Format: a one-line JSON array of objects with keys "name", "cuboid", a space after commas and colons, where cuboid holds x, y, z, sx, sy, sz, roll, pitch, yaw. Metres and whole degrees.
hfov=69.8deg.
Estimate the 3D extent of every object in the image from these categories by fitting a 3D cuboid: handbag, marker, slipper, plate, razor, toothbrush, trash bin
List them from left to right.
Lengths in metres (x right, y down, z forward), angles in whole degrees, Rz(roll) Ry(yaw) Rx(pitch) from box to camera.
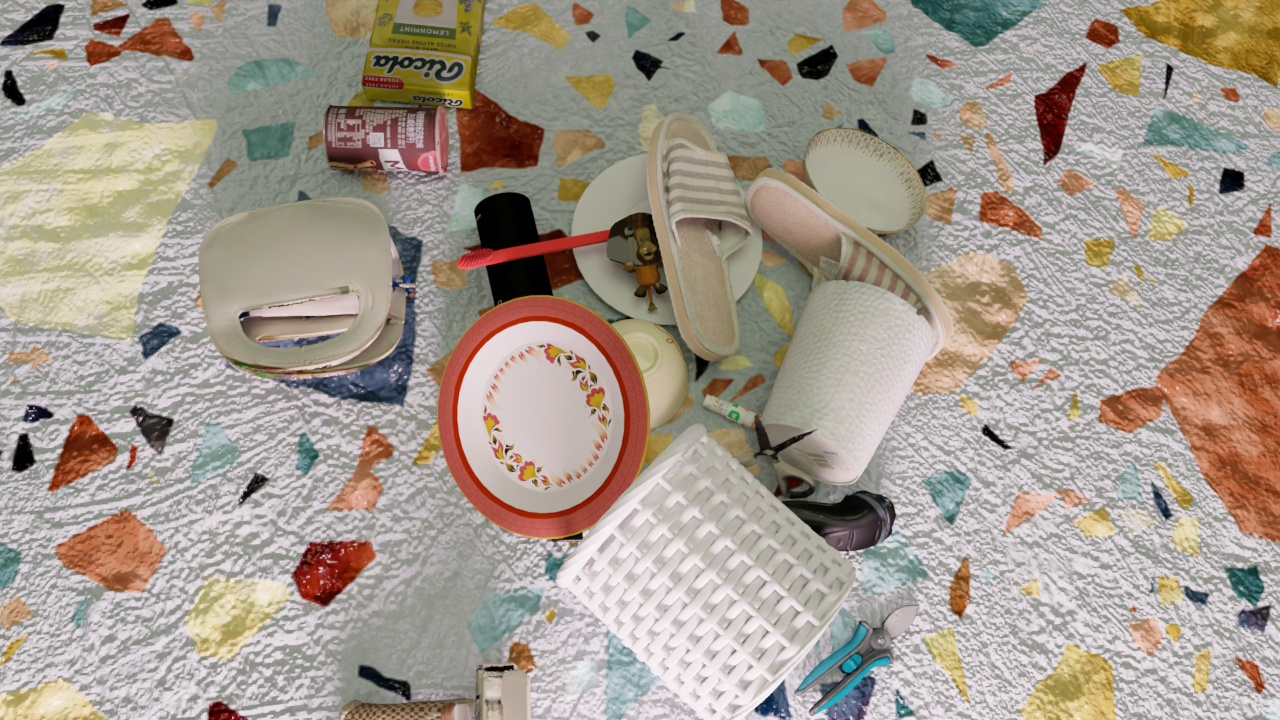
[{"name": "handbag", "cuboid": [-0.322, -0.056, 0.898, 0.200, 0.093, 0.199, -9, 54, -8]}, {"name": "handbag", "cuboid": [-0.200, 0.383, 0.777, 0.124, 0.047, 0.185, -8, 71, 15]}, {"name": "plate", "cuboid": [-0.093, 0.054, 0.872, 0.230, 0.021, 0.230, 0, 91, 24]}, {"name": "toothbrush", "cuboid": [-0.086, -0.119, 0.934, 0.212, 0.018, 0.012, -15, 74, -29]}, {"name": "plate", "cuboid": [0.029, -0.133, 1.003, 0.208, 0.015, 0.208, 1, 71, -4]}, {"name": "slipper", "cuboid": [0.065, -0.133, 0.948, 0.114, 0.054, 0.272, 8, 70, -38]}, {"name": "marker", "cuboid": [0.133, 0.069, 0.940, 0.145, 0.017, 0.017, 23, 70, 3]}, {"name": "razor", "cuboid": [0.176, 0.153, 0.899, 0.140, 0.053, 0.063, 2, 37, 1]}, {"name": "slipper", "cuboid": [0.205, -0.091, 0.953, 0.263, 0.115, 0.052, 43, 62, 5]}, {"name": "trash bin", "cuboid": [0.193, 0.025, 0.893, 0.133, 0.133, 0.161, 28, 67, 5]}]

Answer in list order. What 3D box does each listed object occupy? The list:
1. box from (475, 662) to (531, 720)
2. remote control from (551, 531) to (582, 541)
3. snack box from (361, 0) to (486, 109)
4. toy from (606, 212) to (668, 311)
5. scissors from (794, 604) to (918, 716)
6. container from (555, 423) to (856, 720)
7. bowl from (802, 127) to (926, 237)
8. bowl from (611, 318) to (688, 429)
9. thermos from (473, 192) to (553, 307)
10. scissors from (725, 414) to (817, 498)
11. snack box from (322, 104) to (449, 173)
[{"name": "box", "cuboid": [-0.082, 0.321, 0.752, 0.099, 0.184, 0.143, 1, 73, -13]}, {"name": "remote control", "cuboid": [-0.073, 0.110, 0.913, 0.030, 0.009, 0.140, 0, 71, -5]}, {"name": "snack box", "cuboid": [-0.243, -0.379, 1.052, 0.121, 0.045, 0.180, 5, 71, -3]}, {"name": "toy", "cuboid": [0.004, -0.102, 0.952, 0.076, 0.063, 0.100, -11, 91, -12]}, {"name": "scissors", "cuboid": [0.212, 0.286, 0.870, 0.136, 0.019, 0.139, 5, 69, -5]}, {"name": "container", "cuboid": [0.056, 0.185, 0.802, 0.187, 0.190, 0.189, 42, 73, 9]}, {"name": "bowl", "cuboid": [0.231, -0.180, 1.001, 0.145, 0.063, 0.145, 9, 56, -14]}, {"name": "bowl", "cuboid": [-0.005, 0.005, 0.920, 0.118, 0.074, 0.117, 1, 70, -4]}, {"name": "thermos", "cuboid": [-0.118, -0.057, 0.940, 0.061, 0.061, 0.231, -12, 72, -9]}, {"name": "scissors", "cuboid": [0.118, 0.097, 0.871, 0.157, 0.171, 0.012, 35, 52, -37]}, {"name": "snack box", "cuboid": [-0.272, -0.238, 0.987, 0.121, 0.072, 0.072, 0, 71, -4]}]
